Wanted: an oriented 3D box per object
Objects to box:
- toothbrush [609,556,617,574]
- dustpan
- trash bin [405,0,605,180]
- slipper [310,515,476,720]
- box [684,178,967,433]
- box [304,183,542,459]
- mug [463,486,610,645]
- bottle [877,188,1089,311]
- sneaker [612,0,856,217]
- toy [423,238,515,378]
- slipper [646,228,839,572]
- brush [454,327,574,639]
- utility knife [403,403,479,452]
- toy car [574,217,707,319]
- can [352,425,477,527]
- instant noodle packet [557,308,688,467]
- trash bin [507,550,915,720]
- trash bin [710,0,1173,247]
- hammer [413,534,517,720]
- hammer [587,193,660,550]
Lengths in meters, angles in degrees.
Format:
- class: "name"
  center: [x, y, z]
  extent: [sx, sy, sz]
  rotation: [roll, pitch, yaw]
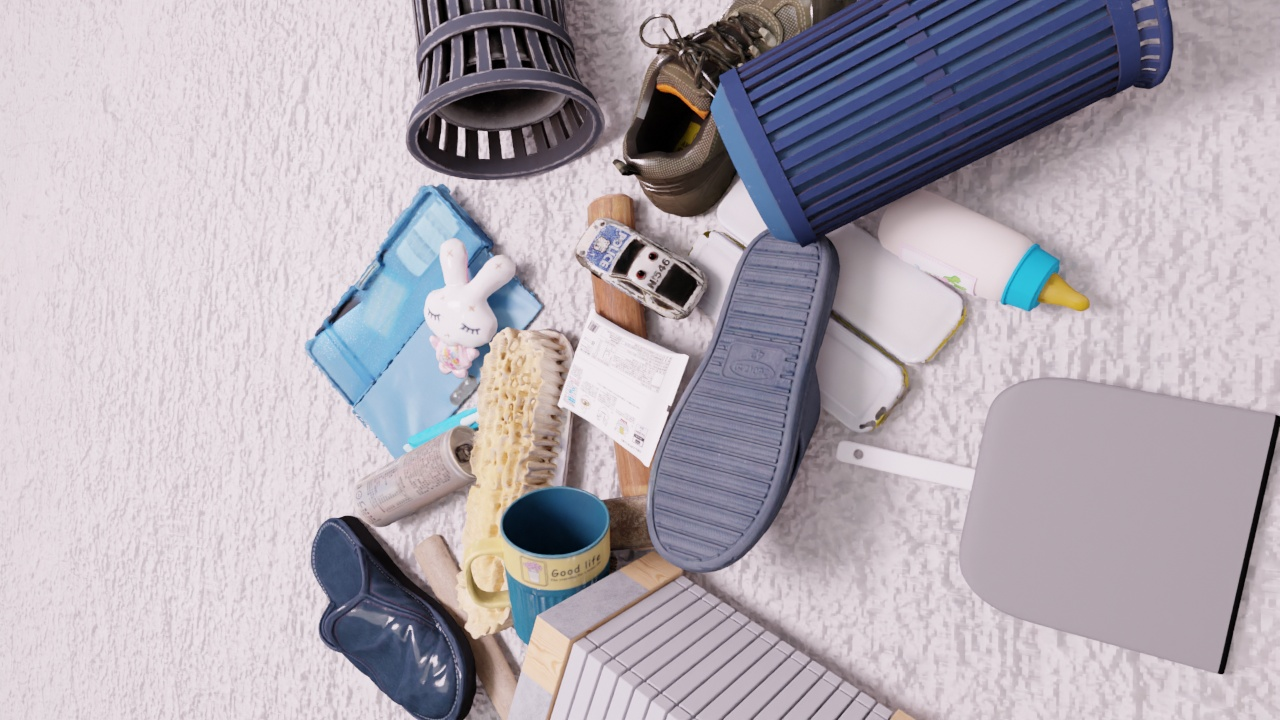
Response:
- class: "toothbrush"
  center: [-0.046, 0.246, 0.774]
  extent: [0.016, 0.016, 0.166]
  rotation: [10, 81, 23]
- class: "dustpan"
  center: [0.259, 0.089, 0.616]
  extent: [0.258, 0.033, 0.163]
  rotation: [12, 93, 20]
- class: "trash bin"
  center: [-0.129, -0.297, 0.791]
  extent: [0.165, 0.164, 0.227]
  rotation: [-16, 75, 28]
- class: "slipper"
  center: [-0.258, 0.245, 0.855]
  extent: [0.265, 0.083, 0.109]
  rotation: [36, 110, 33]
- class: "box"
  center: [0.130, -0.051, 0.704]
  extent: [0.209, 0.034, 0.129]
  rotation: [41, 104, 25]
- class: "box"
  center: [-0.215, -0.030, 0.894]
  extent: [0.232, 0.033, 0.174]
  rotation: [-46, 75, 19]
- class: "mug"
  center: [-0.080, 0.166, 0.720]
  extent: [0.113, 0.083, 0.107]
  rotation: [-4, 123, -8]
- class: "bottle"
  center: [0.236, -0.070, 0.627]
  extent: [0.146, 0.051, 0.051]
  rotation: [33, 103, 27]
- class: "sneaker"
  center: [0.053, -0.226, 0.688]
  extent: [0.101, 0.142, 0.238]
  rotation: [43, 107, 25]
- class: "toy"
  center: [-0.163, -0.043, 0.838]
  extent: [0.076, 0.037, 0.125]
  rotation: [21, 103, 11]
- class: "slipper"
  center: [0.090, 0.032, 0.675]
  extent: [0.101, 0.082, 0.263]
  rotation: [15, 82, 35]
- class: "brush"
  center: [-0.109, 0.105, 0.805]
  extent: [0.083, 0.056, 0.271]
  rotation: [7, 90, 43]
- class: "utility knife"
  center: [-0.183, 0.064, 0.873]
  extent: [0.117, 0.015, 0.022]
  rotation: [-22, 87, 22]
- class: "toy car"
  center: [-0.002, -0.075, 0.730]
  extent: [0.113, 0.040, 0.048]
  rotation: [31, 83, 15]
- class: "can"
  center: [-0.209, 0.111, 0.867]
  extent: [0.136, 0.054, 0.054]
  rotation: [-28, 74, 25]
- class: "instant noodle packet"
  center: [-0.018, 0.017, 0.718]
  extent: [0.134, 0.026, 0.087]
  rotation: [28, 101, 50]
- class: "trash bin"
  center: [0.047, 0.277, 0.644]
  extent: [0.247, 0.142, 0.143]
  rotation: [28, 113, 28]
- class: "trash bin"
  center: [0.178, -0.180, 0.590]
  extent: [0.250, 0.139, 0.139]
  rotation: [-26, 74, 15]
- class: "hammer"
  center: [-0.119, 0.298, 0.817]
  extent: [0.119, 0.030, 0.331]
  rotation: [-38, 63, 5]
- class: "hammer"
  center: [-0.005, 0.005, 0.767]
  extent: [0.158, 0.037, 0.300]
  rotation: [-12, 81, 29]
